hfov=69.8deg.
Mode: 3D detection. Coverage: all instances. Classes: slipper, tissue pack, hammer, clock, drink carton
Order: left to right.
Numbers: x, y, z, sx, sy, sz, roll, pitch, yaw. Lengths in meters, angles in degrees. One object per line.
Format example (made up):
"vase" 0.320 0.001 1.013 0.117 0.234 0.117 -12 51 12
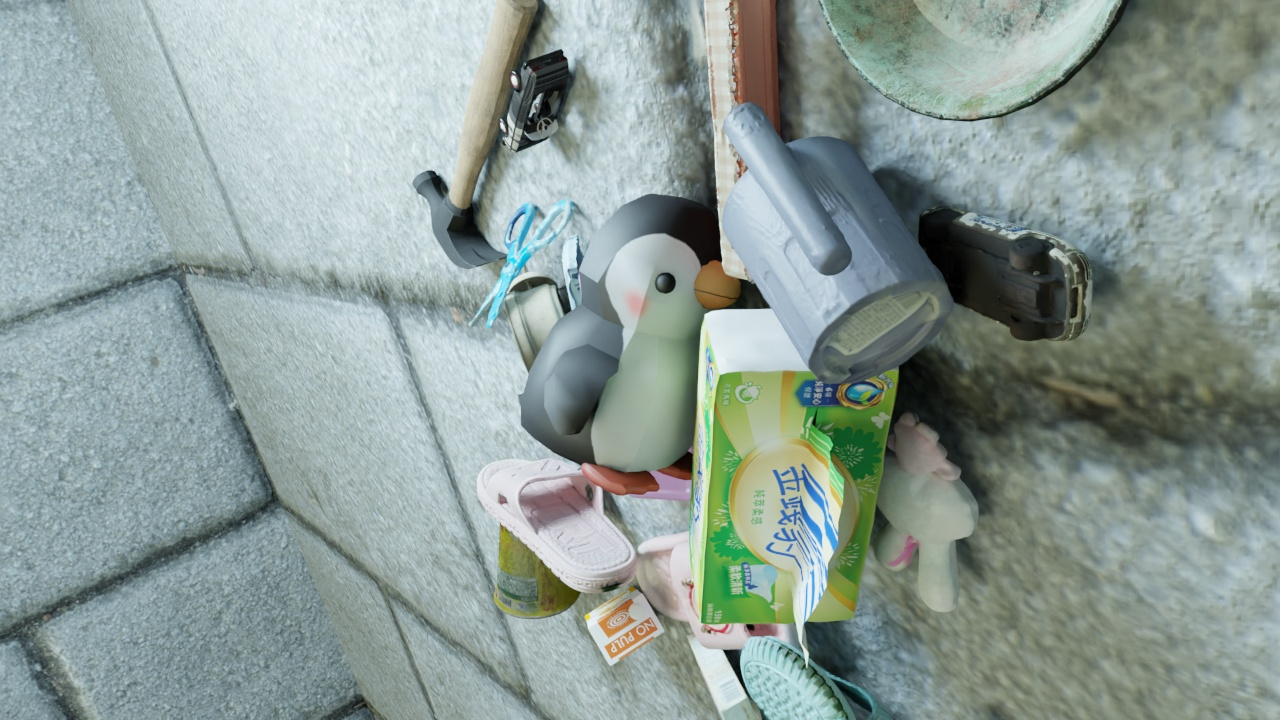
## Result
"hammer" -0.137 -0.194 0.797 0.132 0.040 0.306 58 148 15
"clock" -0.083 -0.036 0.796 0.093 0.054 0.140 70 180 -57
"slipper" -0.082 0.140 0.900 0.239 0.094 0.064 32 126 51
"drink carton" -0.017 0.255 0.888 0.040 0.058 0.123 59 170 6
"slipper" 0.056 0.193 0.780 0.222 0.055 0.107 -12 101 59
"tissue pack" 0.089 0.083 0.538 0.141 0.120 0.198 -96 0 -60
"slipper" 0.140 0.278 0.711 0.116 0.069 0.276 36 155 35

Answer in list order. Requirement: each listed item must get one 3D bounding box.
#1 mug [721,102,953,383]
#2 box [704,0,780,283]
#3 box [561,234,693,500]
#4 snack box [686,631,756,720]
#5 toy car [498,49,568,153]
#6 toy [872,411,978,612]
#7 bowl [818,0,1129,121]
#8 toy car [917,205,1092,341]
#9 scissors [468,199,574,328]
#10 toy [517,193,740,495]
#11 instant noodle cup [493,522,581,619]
"mug" 0.091 -0.059 0.462 0.124 0.084 0.104 41 -159 -54
"box" 0.057 -0.140 0.534 0.076 0.054 0.187 -107 9 -63
"box" -0.016 0.010 0.749 0.140 0.062 0.214 23 131 50
"snack box" 0.078 0.295 0.791 0.150 0.026 0.082 -138 25 -80
"toy car" -0.079 -0.195 0.700 0.037 0.040 0.092 53 150 12
"toy" 0.168 0.085 0.552 0.076 0.037 0.125 31 134 54
"bowl" 0.143 -0.185 0.388 0.157 0.038 0.158 35 139 38
"toy car" 0.176 -0.046 0.448 0.113 0.040 0.048 -136 32 -59
"scissors" -0.111 -0.084 0.779 0.013 0.140 0.113 33 -177 -34
"toy" -0.009 -0.024 0.621 0.140 0.158 0.184 24 105 28
"instant noodle cup" -0.118 0.215 1.021 0.102 0.102 0.108 22 121 47
